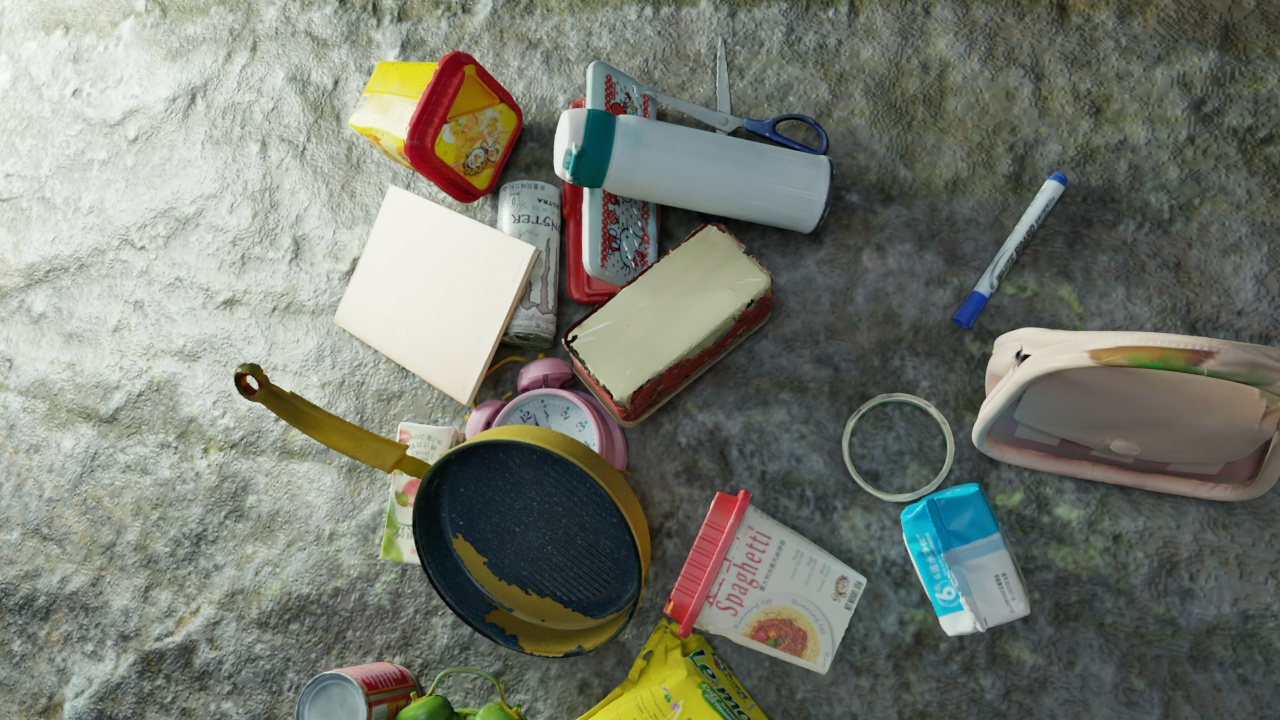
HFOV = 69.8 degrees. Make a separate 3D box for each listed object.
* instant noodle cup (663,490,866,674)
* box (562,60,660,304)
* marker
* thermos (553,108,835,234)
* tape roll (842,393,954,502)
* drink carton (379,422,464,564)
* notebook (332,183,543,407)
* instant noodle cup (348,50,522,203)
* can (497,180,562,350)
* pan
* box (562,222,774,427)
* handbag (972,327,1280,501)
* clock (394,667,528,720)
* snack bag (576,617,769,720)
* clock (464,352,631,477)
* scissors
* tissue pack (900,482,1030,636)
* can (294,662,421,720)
[{"bbox_3d":[0.094,0.169,0.694,0.124,0.116,0.116,24,84,8],"label":"instant noodle cup"},{"bbox_3d":[-0.030,-0.157,0.805,0.095,0.098,0.201,-4,76,14],"label":"box"},{"bbox_3d":[0.299,-0.089,0.739,0.017,0.017,0.145,34,88,20],"label":"marker"},{"bbox_3d":[0.041,-0.158,0.750,0.224,0.073,0.073,9,79,-11],"label":"thermos"},{"bbox_3d":[0.205,0.069,0.731,0.086,0.014,0.085,-4,76,15],"label":"tape roll"},{"bbox_3d":[-0.192,0.119,0.815,0.053,0.045,0.122,4,80,6],"label":"drink carton"},{"bbox_3d":[-0.193,-0.065,0.840,0.212,0.012,0.149,27,94,35],"label":"notebook"},{"bbox_3d":[-0.197,-0.224,0.867,0.124,0.116,0.116,20,83,31],"label":"instant noodle cup"},{"bbox_3d":[-0.103,-0.086,0.830,0.058,0.058,0.146,-2,77,15],"label":"can"},{"bbox_3d":[-0.156,0.103,0.720,0.357,0.078,0.198,37,118,3],"label":"pan"},{"bbox_3d":[0.025,-0.032,0.753,0.168,0.077,0.091,-38,70,-9],"label":"box"},{"bbox_3d":[0.326,0.021,0.590,0.193,0.234,0.093,10,78,18],"label":"handbag"},{"bbox_3d":[-0.144,0.329,0.738,0.116,0.056,0.161,3,84,9],"label":"clock"},{"bbox_3d":[0.048,0.335,0.687,0.158,0.068,0.246,-44,69,2],"label":"snack bag"},{"bbox_3d":[-0.085,0.064,0.790,0.117,0.060,0.158,-40,69,3],"label":"clock"},{"bbox_3d":[0.079,-0.199,0.812,0.174,0.012,0.162,20,94,5],"label":"scissors"},{"bbox_3d":[0.226,0.136,0.646,0.063,0.140,0.090,-23,77,18],"label":"tissue pack"},{"bbox_3d":[-0.231,0.287,0.762,0.066,0.094,0.066,-4,77,15],"label":"can"}]
